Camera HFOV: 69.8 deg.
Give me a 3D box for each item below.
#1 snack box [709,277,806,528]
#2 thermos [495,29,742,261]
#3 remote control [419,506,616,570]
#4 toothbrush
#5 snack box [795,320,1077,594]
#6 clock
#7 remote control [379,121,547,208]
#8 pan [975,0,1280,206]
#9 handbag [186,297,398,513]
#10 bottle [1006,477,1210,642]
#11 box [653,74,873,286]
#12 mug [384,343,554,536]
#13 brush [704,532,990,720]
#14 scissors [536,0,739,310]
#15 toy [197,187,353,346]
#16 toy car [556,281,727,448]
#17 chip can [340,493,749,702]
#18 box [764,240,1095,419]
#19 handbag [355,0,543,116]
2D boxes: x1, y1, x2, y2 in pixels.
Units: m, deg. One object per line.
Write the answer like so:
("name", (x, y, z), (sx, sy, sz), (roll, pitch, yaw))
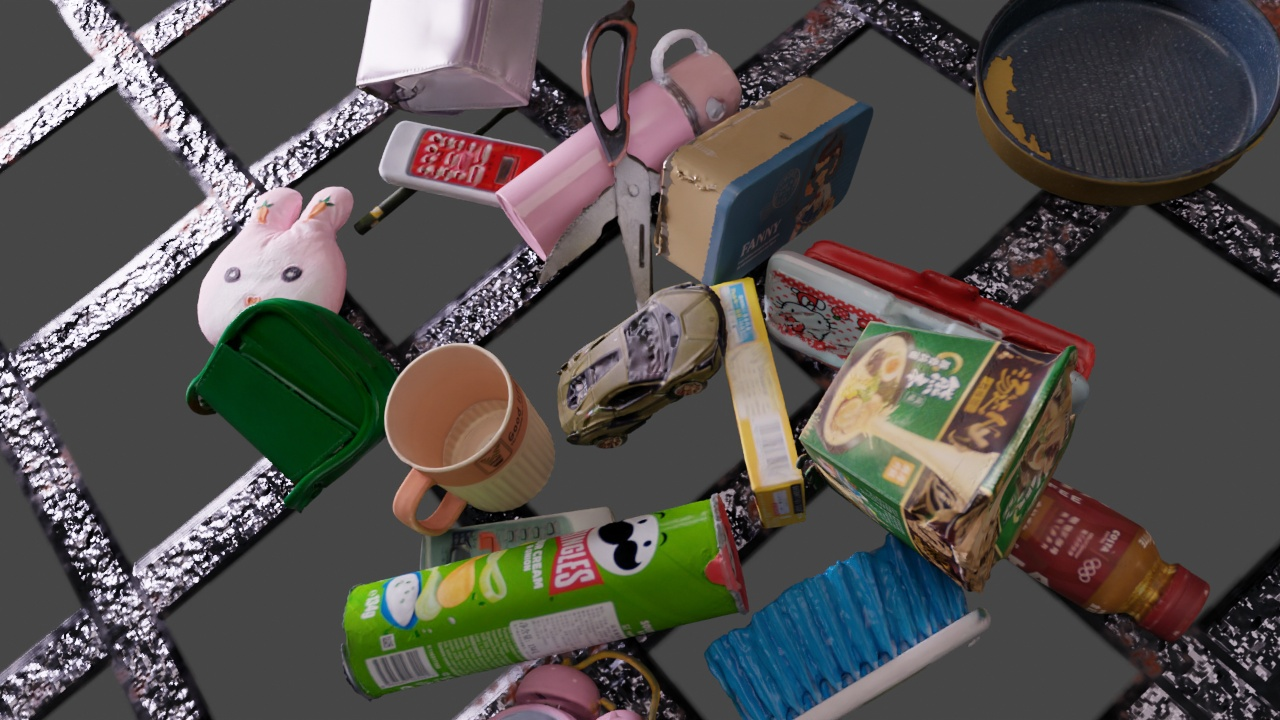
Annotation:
("snack box", (0.075, 0.028, 0.583), (0.034, 0.087, 0.140), (-11, 64, 6))
("thermos", (-0.017, -0.165, 0.692), (0.198, 0.087, 0.067), (-38, 43, -5))
("remote control", (-0.080, 0.133, 0.607), (0.135, 0.019, 0.056), (-9, 64, 8))
("toothbrush", (-0.166, -0.169, 0.767), (0.185, 0.012, 0.017), (-42, 59, -8))
("snack box", (0.155, 0.041, 0.488), (0.106, 0.118, 0.117), (27, 77, 32))
("clock", (-0.047, 0.234, 0.509), (0.117, 0.060, 0.158), (19, 62, 48))
("remote control", (-0.143, -0.157, 0.742), (0.136, 0.020, 0.055), (14, 75, 10))
("pan", (0.334, -0.278, 0.672), (0.198, 0.078, 0.356), (-7, 65, 8))
("handbag", (-0.244, 0.026, 0.650), (0.131, 0.068, 0.120), (44, 97, 1))
("bottle", (0.233, 0.095, 0.535), (0.175, 0.057, 0.057), (32, 76, 23))
("box", (0.080, -0.120, 0.618), (0.062, 0.090, 0.183), (34, 54, 23))
("mug", (-0.114, 0.061, 0.598), (0.082, 0.106, 0.114), (23, 73, 21))
("brush", (0.063, 0.212, 0.525), (0.314, 0.060, 0.109), (-31, 67, 0))
("scissors", (-0.001, -0.143, 0.660), (0.222, 0.015, 0.189), (-40, 102, -7))
("toy", (-0.286, -0.076, 0.729), (0.121, 0.054, 0.159), (-1, 61, 11))
("toy car", (-0.004, 0.004, 0.599), (0.159, 0.042, 0.070), (-36, 55, 41))
("chip can", (-0.057, 0.142, 0.549), (0.236, 0.072, 0.072), (-15, 64, 7))
("box", (0.180, -0.024, 0.577), (0.201, 0.102, 0.095), (26, 74, 21))
("handbag", (-0.148, -0.309, 0.749), (0.145, 0.098, 0.197), (7, 87, 32))
